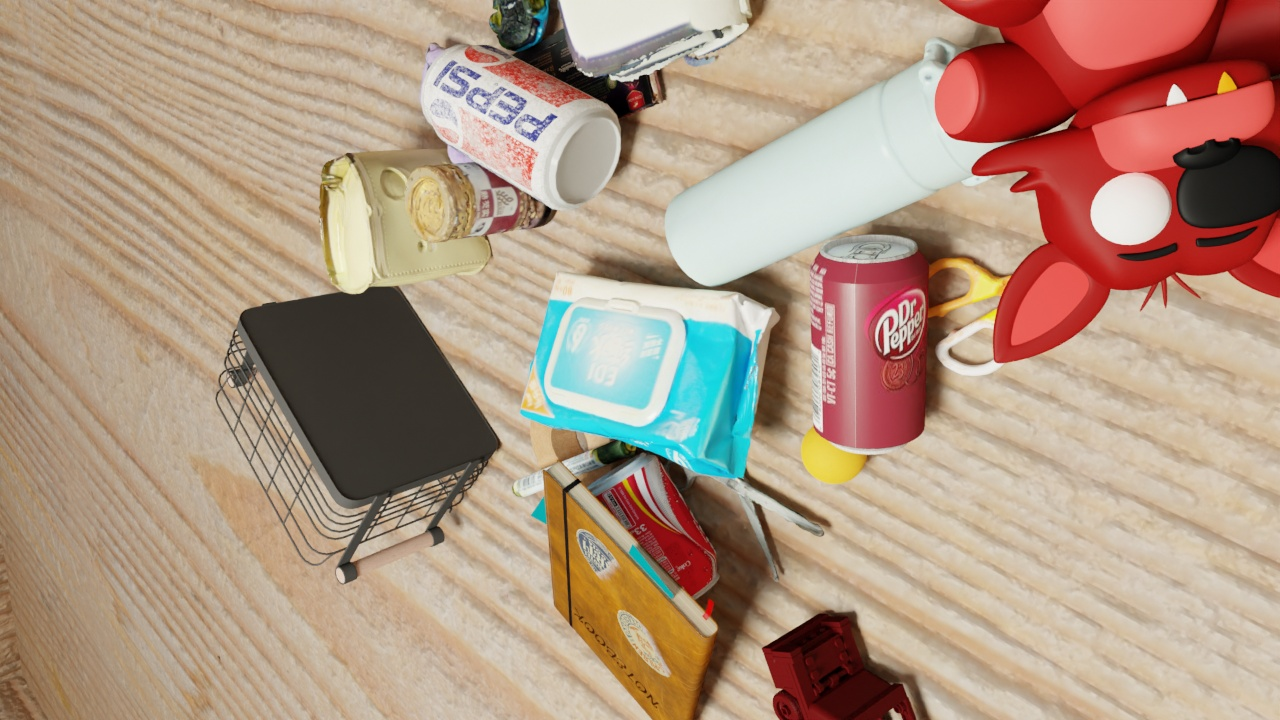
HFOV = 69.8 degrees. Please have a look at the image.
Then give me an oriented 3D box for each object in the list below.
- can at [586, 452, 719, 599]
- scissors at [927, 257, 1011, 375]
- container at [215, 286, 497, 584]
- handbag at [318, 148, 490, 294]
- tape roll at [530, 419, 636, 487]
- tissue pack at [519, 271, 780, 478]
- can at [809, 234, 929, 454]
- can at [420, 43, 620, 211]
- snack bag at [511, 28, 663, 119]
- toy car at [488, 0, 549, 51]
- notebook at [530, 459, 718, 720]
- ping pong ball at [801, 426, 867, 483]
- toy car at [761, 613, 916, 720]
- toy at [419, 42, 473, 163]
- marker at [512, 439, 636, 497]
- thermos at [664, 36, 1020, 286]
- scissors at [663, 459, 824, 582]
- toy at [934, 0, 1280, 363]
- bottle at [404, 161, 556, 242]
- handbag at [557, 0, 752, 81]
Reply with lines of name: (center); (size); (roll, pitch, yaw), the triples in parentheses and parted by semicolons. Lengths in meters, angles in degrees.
can: (0.009, 0.125, 0.669); (0.064, 0.064, 0.105); (-33, 89, 44)
scissors: (0.205, -0.032, 0.481); (0.132, 0.012, 0.073); (-21, 89, 46)
container: (-0.266, 0.058, 0.845); (0.241, 0.162, 0.131); (53, 132, 18)
handbag: (-0.198, -0.118, 0.760); (0.081, 0.119, 0.111); (8, 108, 44)
tape roll: (-0.047, 0.063, 0.736); (0.094, 0.027, 0.094); (14, 112, 40)
tissue pack: (-0.004, 0.004, 0.632); (0.210, 0.066, 0.117); (11, 83, 43)
can: (0.128, -0.009, 0.516); (0.063, 0.063, 0.114); (14, 119, 40)
can: (-0.085, -0.166, 0.643); (0.136, 0.078, 0.078); (34, 123, 27)
snack bag: (-0.049, -0.202, 0.665); (0.155, 0.018, 0.074); (-6, 99, 45)
toy car: (-0.086, -0.279, 0.667); (0.048, 0.032, 0.105); (-5, 91, 45)
notebook: (-0.019, 0.181, 0.684); (0.178, 0.014, 0.250); (42, 151, 26)
ping pong ball: (0.120, 0.056, 0.568); (0.040, 0.040, 0.040); (14, 112, 40)
toy car: (0.141, 0.253, 0.585); (0.062, 0.070, 0.170); (-22, 87, 56)
toy: (-0.150, -0.203, 0.747); (0.099, 0.036, 0.080); (44, 132, 24)
marker: (-0.056, 0.084, 0.717); (0.147, 0.017, 0.017); (-26, 84, 44)
thermos: (0.106, -0.103, 0.516); (0.207, 0.065, 0.078); (-21, 125, 44)
scissors: (0.065, 0.070, 0.642); (0.142, 0.014, 0.171); (2, 103, 45)
toy: (0.211, -0.106, 0.383); (0.158, 0.120, 0.197); (-12, 98, 12)
bottle: (-0.119, -0.122, 0.693); (0.056, 0.105, 0.056); (15, 112, 40)
handbag: (0.032, -0.262, 0.550); (0.176, 0.073, 0.151); (-12, 95, 25)
